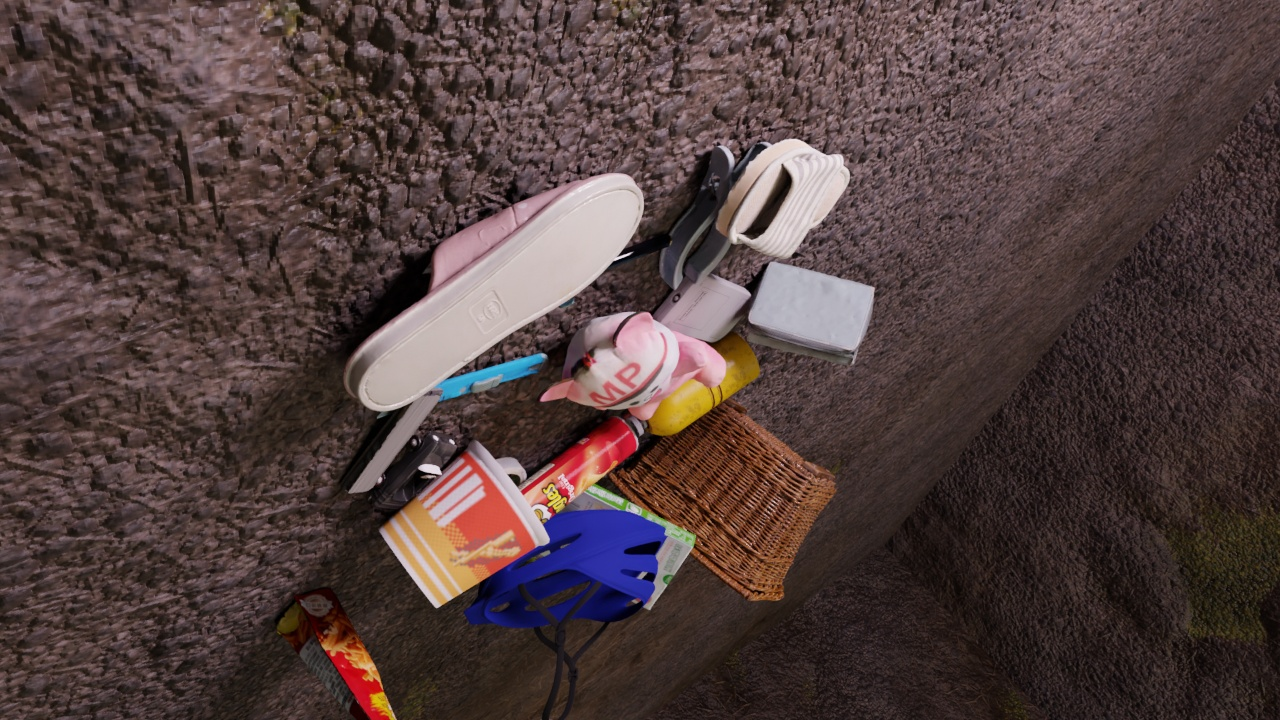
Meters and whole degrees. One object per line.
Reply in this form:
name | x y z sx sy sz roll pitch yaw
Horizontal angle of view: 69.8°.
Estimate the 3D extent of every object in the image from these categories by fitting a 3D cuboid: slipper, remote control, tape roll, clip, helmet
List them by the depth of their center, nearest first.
slipper | -0.112 -0.062 0.703 0.274 0.054 0.114 -37 155 -16
remote control | -0.218 0.070 0.799 0.033 0.013 0.137 -2 139 -54
clip | 0.055 -0.132 0.863 0.114 0.028 0.164 -18 145 -44
slipper | 0.154 -0.157 0.903 0.272 0.054 0.115 -21 142 -59
tape roll | -0.167 0.144 0.999 0.093 0.018 0.094 -33 154 -19
remote control | 0.072 -0.059 1.015 0.074 0.019 0.151 -49 153 16
helmet | -0.070 0.278 1.018 0.241 0.227 0.148 -13 144 -6

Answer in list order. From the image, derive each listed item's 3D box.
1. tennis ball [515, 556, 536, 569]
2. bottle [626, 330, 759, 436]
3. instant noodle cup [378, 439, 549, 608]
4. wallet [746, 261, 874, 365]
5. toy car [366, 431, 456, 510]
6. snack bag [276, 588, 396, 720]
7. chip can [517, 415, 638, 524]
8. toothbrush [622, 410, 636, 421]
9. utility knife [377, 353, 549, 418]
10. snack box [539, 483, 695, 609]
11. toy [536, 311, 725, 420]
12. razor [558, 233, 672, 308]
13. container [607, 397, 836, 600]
tennis ball | -0.160 0.251 1.125 0.065 0.065 0.065 -33 154 -19
bottle | 0.056 0.034 1.085 0.163 0.071 0.071 -33 154 -18
instant noodle cup | -0.174 0.163 0.886 0.121 0.123 0.124 -36 155 -17
wallet | 0.193 -0.052 1.040 0.054 0.132 0.100 72 38 -58
toy car | -0.210 0.105 0.850 0.092 0.037 0.040 -45 155 8
snack bag | -0.283 0.332 0.910 0.066 0.208 0.139 -32 153 -20
chip can | -0.093 0.139 1.021 0.214 0.052 0.052 -36 156 -32
toothbrush | 0.057 0.025 1.132 0.189 0.016 0.016 -32 154 -20
utility knife | -0.153 0.022 0.828 0.185 0.015 0.031 -17 146 -39
snack box | -0.034 0.227 1.137 0.132 0.168 0.027 -62 -179 34
toy | -0.005 0.005 0.922 0.142 0.084 0.212 -27 164 24
razor | -0.027 -0.089 0.827 0.144 0.022 0.043 -27 112 -38
container | 0.120 0.166 1.207 0.183 0.250 0.162 -54 154 4
